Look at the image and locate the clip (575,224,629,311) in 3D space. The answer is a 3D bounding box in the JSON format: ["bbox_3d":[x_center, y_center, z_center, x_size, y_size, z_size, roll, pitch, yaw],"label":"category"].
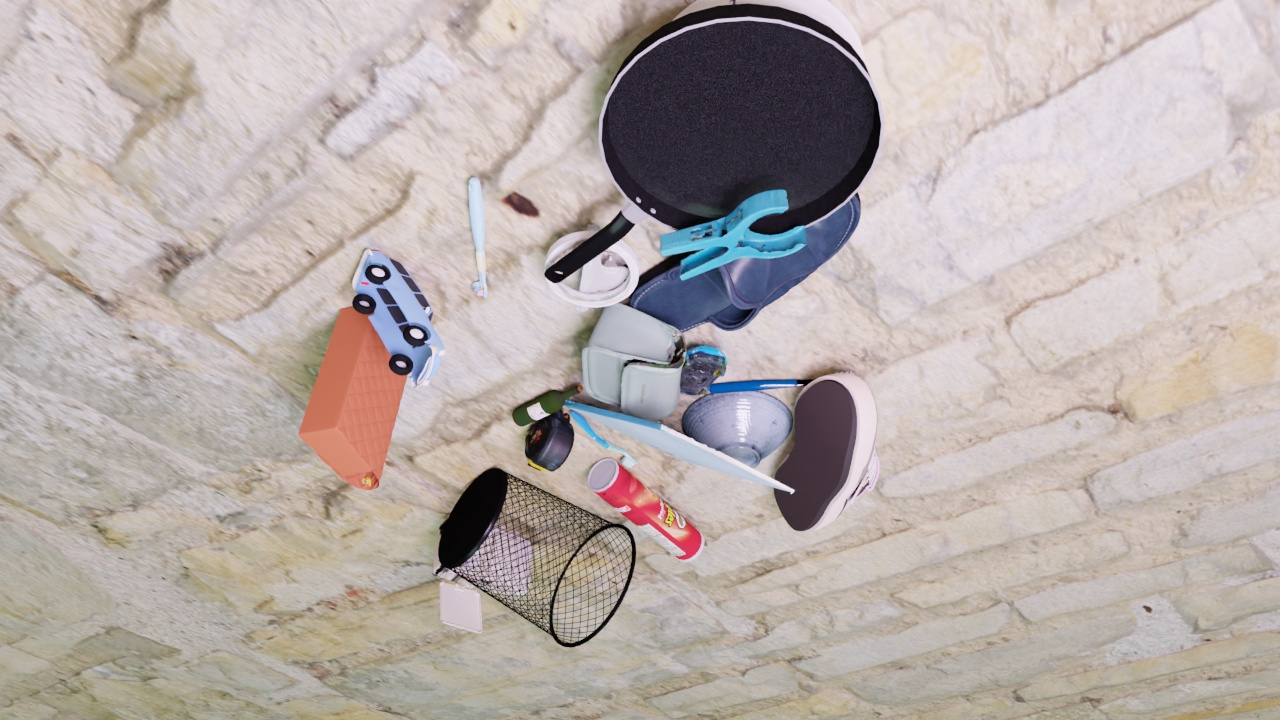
[{"bbox_3d":[-0.036,-0.083,0.924,0.059,0.052,0.102,18,140,3],"label":"clip"}]

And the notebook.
[{"bbox_3d":[0.034,0.095,1.042,0.181,0.009,0.254,28,170,-25],"label":"notebook"}]

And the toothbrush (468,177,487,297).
[{"bbox_3d":[-0.162,-0.120,0.911,0.022,0.016,0.155,38,146,23],"label":"toothbrush"}]

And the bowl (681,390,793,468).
[{"bbox_3d":[0.118,0.099,1.116,0.137,0.057,0.137,2,140,2],"label":"bowl"}]

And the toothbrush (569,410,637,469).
[{"bbox_3d":[-0.048,0.102,1.162,0.017,0.022,0.135,-47,127,1],"label":"toothbrush"}]

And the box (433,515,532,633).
[{"bbox_3d":[-0.220,0.311,1.298,0.143,0.184,0.044,24,128,-26],"label":"box"}]

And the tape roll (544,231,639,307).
[{"bbox_3d":[-0.048,-0.088,0.901,0.093,0.013,0.093,2,140,1],"label":"tape roll"}]

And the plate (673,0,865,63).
[{"bbox_3d":[0.095,-0.219,0.761,0.182,0.034,0.183,2,140,2],"label":"plate"}]

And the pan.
[{"bbox_3d":[0.034,-0.158,0.784,0.225,0.034,0.358,32,136,-32],"label":"pan"}]

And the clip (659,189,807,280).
[{"bbox_3d":[0.076,-0.117,0.787,0.130,0.030,0.120,-5,149,9],"label":"clip"}]

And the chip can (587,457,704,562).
[{"bbox_3d":[0.010,0.207,1.257,0.052,0.051,0.214,-22,133,27],"label":"chip can"}]

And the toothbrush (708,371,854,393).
[{"bbox_3d":[0.162,0.027,1.061,0.168,0.014,0.014,-4,151,10],"label":"toothbrush"}]

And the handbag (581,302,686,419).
[{"bbox_3d":[-0.006,0.006,0.974,0.106,0.067,0.122,20,152,9],"label":"handbag"}]

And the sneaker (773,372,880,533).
[{"bbox_3d":[0.249,0.108,1.092,0.116,0.111,0.294,-19,145,-17],"label":"sneaker"}]

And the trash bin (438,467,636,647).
[{"bbox_3d":[-0.145,0.258,1.240,0.210,0.183,0.185,35,131,-25],"label":"trash bin"}]

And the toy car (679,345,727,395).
[{"bbox_3d":[0.063,0.010,1.035,0.048,0.032,0.106,12,154,-10],"label":"toy car"}]

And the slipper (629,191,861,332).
[{"bbox_3d":[0.099,-0.079,0.889,0.266,0.083,0.109,-30,128,31],"label":"slipper"}]

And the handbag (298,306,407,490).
[{"bbox_3d":[-0.302,0.039,0.987,0.060,0.171,0.109,-10,138,15],"label":"handbag"}]

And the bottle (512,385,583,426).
[{"bbox_3d":[-0.110,0.052,1.102,0.106,0.025,0.025,-26,132,30],"label":"bottle"}]

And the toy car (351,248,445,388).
[{"bbox_3d":[-0.240,-0.043,0.922,0.054,0.153,0.056,-11,146,-46],"label":"toy car"}]

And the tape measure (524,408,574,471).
[{"bbox_3d":[-0.111,0.100,1.126,0.042,0.072,0.072,33,129,-26],"label":"tape measure"}]
